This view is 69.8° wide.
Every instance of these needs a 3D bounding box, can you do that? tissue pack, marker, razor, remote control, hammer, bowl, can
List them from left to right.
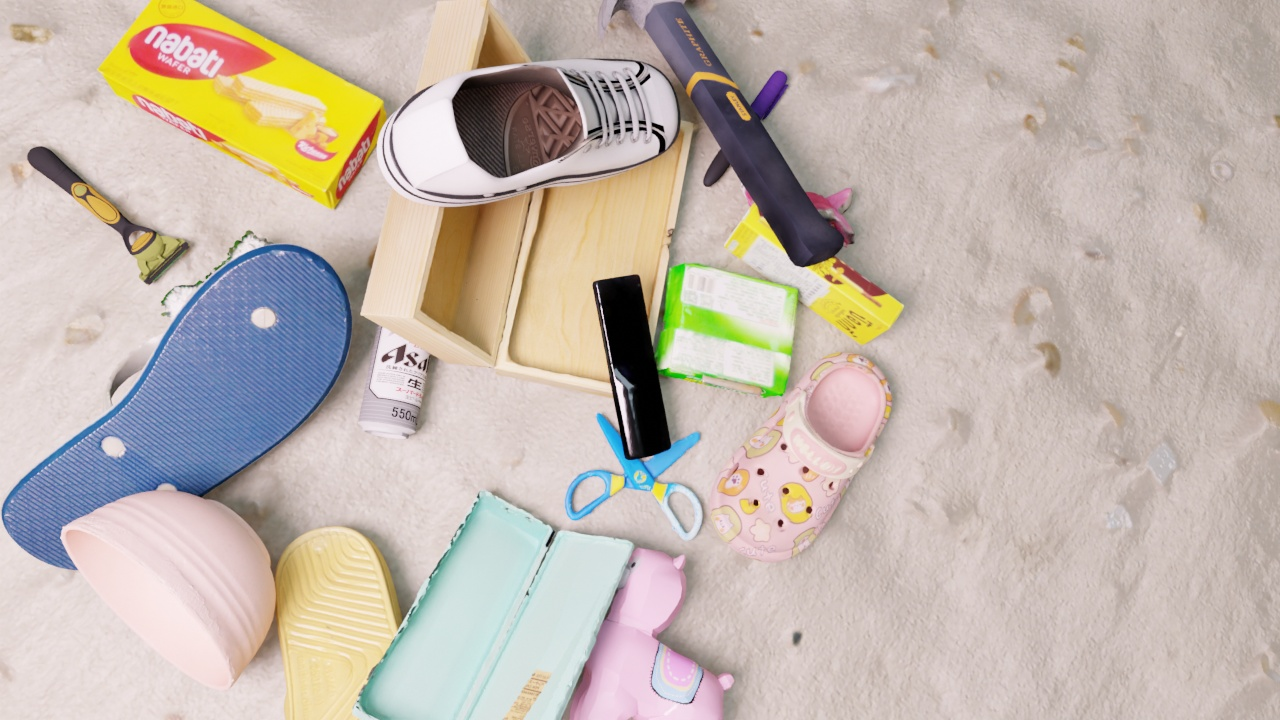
[{"bbox_3d":[-0.420,-0.119,0.714,0.144,0.021,0.044,39,75,3],"label":"razor"},{"bbox_3d":[-0.303,0.142,0.620,0.153,0.153,0.075,41,49,2],"label":"bowl"},{"bbox_3d":[-0.187,0.005,0.708,0.044,0.044,0.106,9,76,-7],"label":"can"},{"bbox_3d":[-0.004,0.004,0.709,0.045,0.021,0.140,-14,94,-41],"label":"remote control"},{"bbox_3d":[0.072,-0.023,0.754,0.114,0.034,0.099,13,76,-11],"label":"tissue pack"},{"bbox_3d":[0.073,-0.211,0.757,0.139,0.035,0.312,-20,72,-30],"label":"hammer"},{"bbox_3d":[0.093,-0.204,0.811,0.018,0.015,0.133,42,73,-27],"label":"marker"}]

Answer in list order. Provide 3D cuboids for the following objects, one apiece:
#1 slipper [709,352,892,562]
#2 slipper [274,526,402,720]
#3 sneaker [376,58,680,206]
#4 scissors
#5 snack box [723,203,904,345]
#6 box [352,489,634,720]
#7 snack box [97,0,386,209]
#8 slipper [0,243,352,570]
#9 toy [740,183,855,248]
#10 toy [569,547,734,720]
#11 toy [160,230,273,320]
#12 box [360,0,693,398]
[{"bbox_3d":[0.139,0.073,0.724,0.093,0.082,0.197,41,73,1],"label":"slipper"},{"bbox_3d":[-0.196,0.245,0.640,0.099,0.079,0.263,-14,63,-14],"label":"slipper"},{"bbox_3d":[-0.053,-0.171,0.635,0.244,0.097,0.091,-19,97,-39],"label":"sneaker"},{"bbox_3d":[-0.001,0.095,0.732,0.125,0.013,0.127,-35,89,-13],"label":"scissors"},{"bbox_3d":[0.142,-0.071,0.765,0.149,0.061,0.025,36,74,0],"label":"snack box"},{"bbox_3d":[-0.095,0.186,0.640,0.138,0.055,0.186,20,48,9],"label":"box"},{"bbox_3d":[-0.314,-0.211,0.737,0.200,0.042,0.092,28,74,-2],"label":"snack box"},{"bbox_3d":[-0.325,0.035,0.664,0.295,0.060,0.118,-42,112,0],"label":"slipper"},{"bbox_3d":[0.132,-0.125,0.788,0.102,0.050,0.065,14,40,-2],"label":"toy"},{"bbox_3d":[0.010,0.225,0.679,0.123,0.067,0.157,28,71,-3],"label":"toy"},{"bbox_3d":[-0.296,-0.032,0.703,0.095,0.041,0.109,-41,99,-15],"label":"toy"},{"bbox_3d":[-0.084,-0.113,0.727,0.252,0.119,0.247,19,75,-31],"label":"box"}]
